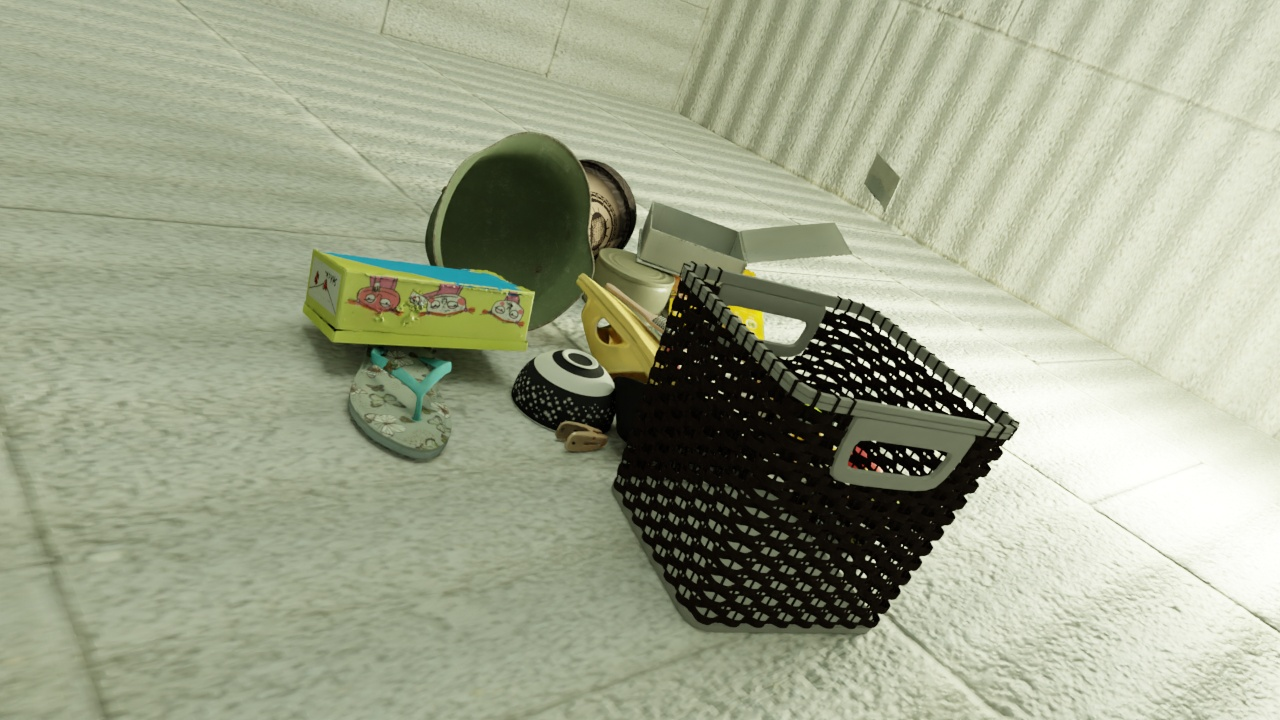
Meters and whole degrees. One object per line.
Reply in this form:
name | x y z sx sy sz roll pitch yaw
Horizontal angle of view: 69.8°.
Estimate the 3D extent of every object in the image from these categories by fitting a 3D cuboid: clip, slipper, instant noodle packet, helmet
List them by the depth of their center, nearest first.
slipper | -0.245 0.007 0.940 0.098 0.055 0.268 11 23 -21
clip | -0.066 0.079 0.985 0.061 0.025 0.045 8 26 -49
slipper | -0.007 0.007 1.131 0.263 0.078 0.099 52 14 21
helmet | -0.183 -0.171 1.206 0.227 0.267 0.154 40 -18 -29
instant noodle packet | 0.113 -0.086 1.480 0.163 0.084 0.221 18 28 -11

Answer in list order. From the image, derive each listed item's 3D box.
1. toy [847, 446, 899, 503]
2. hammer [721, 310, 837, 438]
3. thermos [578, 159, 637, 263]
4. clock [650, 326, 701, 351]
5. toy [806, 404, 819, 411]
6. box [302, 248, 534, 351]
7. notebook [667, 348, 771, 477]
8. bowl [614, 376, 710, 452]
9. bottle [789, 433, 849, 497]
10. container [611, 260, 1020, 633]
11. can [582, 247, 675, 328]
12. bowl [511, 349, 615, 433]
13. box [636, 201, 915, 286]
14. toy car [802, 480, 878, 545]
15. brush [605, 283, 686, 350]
toy | 0.276 0.140 1.112 0.091 0.045 0.135 50 7 -28
hammer | 0.171 0.013 1.269 0.132 0.033 0.330 -10 34 -13
thermos | -0.122 -0.212 1.426 0.173 0.173 0.225 27 29 12
clock | 0.035 -0.016 1.251 0.117 0.057 0.083 6 28 -36
toy | 0.243 0.068 1.274 0.117 0.043 0.092 8 25 -35
box | -0.238 -0.062 1.002 0.220 0.079 0.124 6 13 -38
notebook | 0.090 0.054 1.114 0.153 0.012 0.208 43 14 -20
bowl | 0.012 0.073 1.001 0.124 0.052 0.124 29 -14 8
bottle | 0.215 0.129 1.082 0.063 0.063 0.109 4 41 -39
container | 0.139 0.086 0.861 0.247 0.244 0.245 10 25 -29
can | -0.017 -0.112 1.402 0.127 0.073 0.127 19 22 -8
bowl | -0.078 0.026 1.033 0.120 0.066 0.120 19 22 -8
box | 0.204 -0.174 1.466 0.418 0.108 0.165 7 26 -1
toy car | 0.216 0.174 1.017 0.105 0.033 0.048 39 25 24
brush | 0.012 -0.060 1.170 0.135 0.015 0.049 37 16 5
